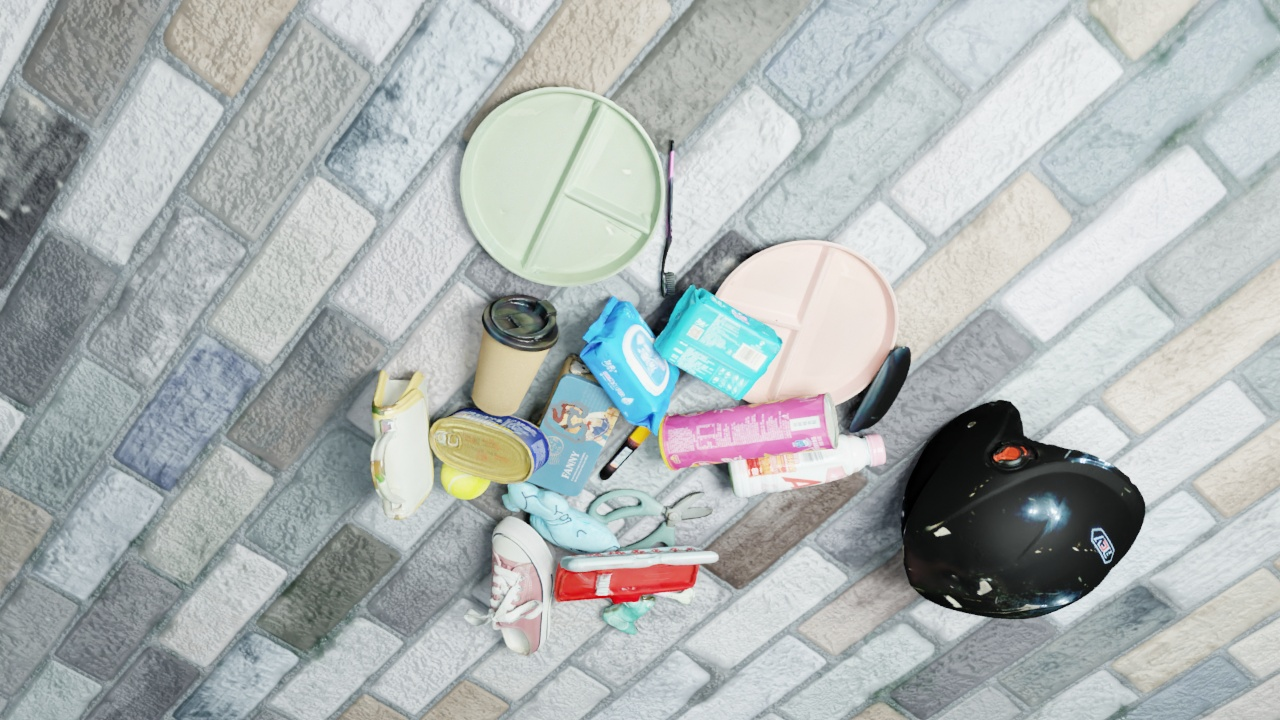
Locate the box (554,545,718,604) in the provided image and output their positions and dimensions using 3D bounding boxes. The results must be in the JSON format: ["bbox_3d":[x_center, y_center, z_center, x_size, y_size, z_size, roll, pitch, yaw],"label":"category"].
[{"bbox_3d":[-0.010,0.277,1.224,0.201,0.063,0.161,-1,150,-15],"label":"box"}]

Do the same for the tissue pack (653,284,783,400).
[{"bbox_3d":[0.090,-0.020,1.074,0.133,0.050,0.093,29,117,-13],"label":"tissue pack"}]

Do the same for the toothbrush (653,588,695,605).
[{"bbox_3d":[-0.016,0.318,1.308,0.189,0.020,0.029,14,111,-5],"label":"toothbrush"}]

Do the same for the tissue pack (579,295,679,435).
[{"bbox_3d":[-0.006,0.006,1.095,0.052,0.094,0.157,-18,119,35],"label":"tissue pack"}]

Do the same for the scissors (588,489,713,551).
[{"bbox_3d":[0.020,0.234,1.263,0.177,0.019,0.172,-4,117,3],"label":"scissors"}]

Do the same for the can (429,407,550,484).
[{"bbox_3d":[-0.186,0.103,1.134,0.148,0.049,0.075,12,111,21],"label":"can"}]

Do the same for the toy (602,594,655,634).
[{"bbox_3d":[-0.021,0.353,1.313,0.096,0.030,0.092,32,125,-19],"label":"toy"}]

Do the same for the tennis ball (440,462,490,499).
[{"bbox_3d":[-0.227,0.148,1.195,0.065,0.065,0.065,1,118,1],"label":"tennis ball"}]

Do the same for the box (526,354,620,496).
[{"bbox_3d":[-0.088,0.088,1.162,0.090,0.063,0.185,19,115,-8],"label":"box"}]

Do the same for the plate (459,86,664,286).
[{"bbox_3d":[-0.087,-0.192,1.032,0.230,0.027,0.230,1,118,1],"label":"plate"}]

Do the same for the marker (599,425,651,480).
[{"bbox_3d":[-0.016,0.115,1.202,0.018,0.015,0.124,33,117,-13],"label":"marker"}]

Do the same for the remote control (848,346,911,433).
[{"bbox_3d":[0.299,0.042,1.133,0.053,0.024,0.137,-11,134,-37],"label":"remote control"}]

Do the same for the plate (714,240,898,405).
[{"bbox_3d":[0.193,-0.040,1.105,0.229,0.028,0.230,1,118,1],"label":"plate"}]

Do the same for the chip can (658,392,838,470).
[{"bbox_3d":[0.132,0.088,1.127,0.211,0.071,0.071,-10,118,20],"label":"chip can"}]

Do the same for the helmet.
[{"bbox_3d":[0.450,0.201,1.116,0.275,0.229,0.233,-7,127,50],"label":"helmet"}]

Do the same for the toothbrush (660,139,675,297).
[{"bbox_3d":[0.035,-0.159,1.055,0.017,0.014,0.189,-2,118,-9],"label":"toothbrush"}]

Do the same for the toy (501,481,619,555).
[{"bbox_3d":[-0.107,0.217,1.226,0.161,0.049,0.156,12,147,17],"label":"toy"}]

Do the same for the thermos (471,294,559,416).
[{"bbox_3d":[-0.156,-0.005,1.104,0.093,0.092,0.144,18,125,-8],"label":"thermos"}]

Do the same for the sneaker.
[{"bbox_3d":[-0.176,0.327,1.265,0.118,0.087,0.241,18,125,25],"label":"sneaker"}]

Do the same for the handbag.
[{"bbox_3d":[-0.292,0.114,1.116,0.063,0.178,0.163,-1,117,-4],"label":"handbag"}]

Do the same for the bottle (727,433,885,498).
[{"bbox_3d":[0.212,0.129,1.177,0.197,0.068,0.068,-10,117,2],"label":"bottle"}]
